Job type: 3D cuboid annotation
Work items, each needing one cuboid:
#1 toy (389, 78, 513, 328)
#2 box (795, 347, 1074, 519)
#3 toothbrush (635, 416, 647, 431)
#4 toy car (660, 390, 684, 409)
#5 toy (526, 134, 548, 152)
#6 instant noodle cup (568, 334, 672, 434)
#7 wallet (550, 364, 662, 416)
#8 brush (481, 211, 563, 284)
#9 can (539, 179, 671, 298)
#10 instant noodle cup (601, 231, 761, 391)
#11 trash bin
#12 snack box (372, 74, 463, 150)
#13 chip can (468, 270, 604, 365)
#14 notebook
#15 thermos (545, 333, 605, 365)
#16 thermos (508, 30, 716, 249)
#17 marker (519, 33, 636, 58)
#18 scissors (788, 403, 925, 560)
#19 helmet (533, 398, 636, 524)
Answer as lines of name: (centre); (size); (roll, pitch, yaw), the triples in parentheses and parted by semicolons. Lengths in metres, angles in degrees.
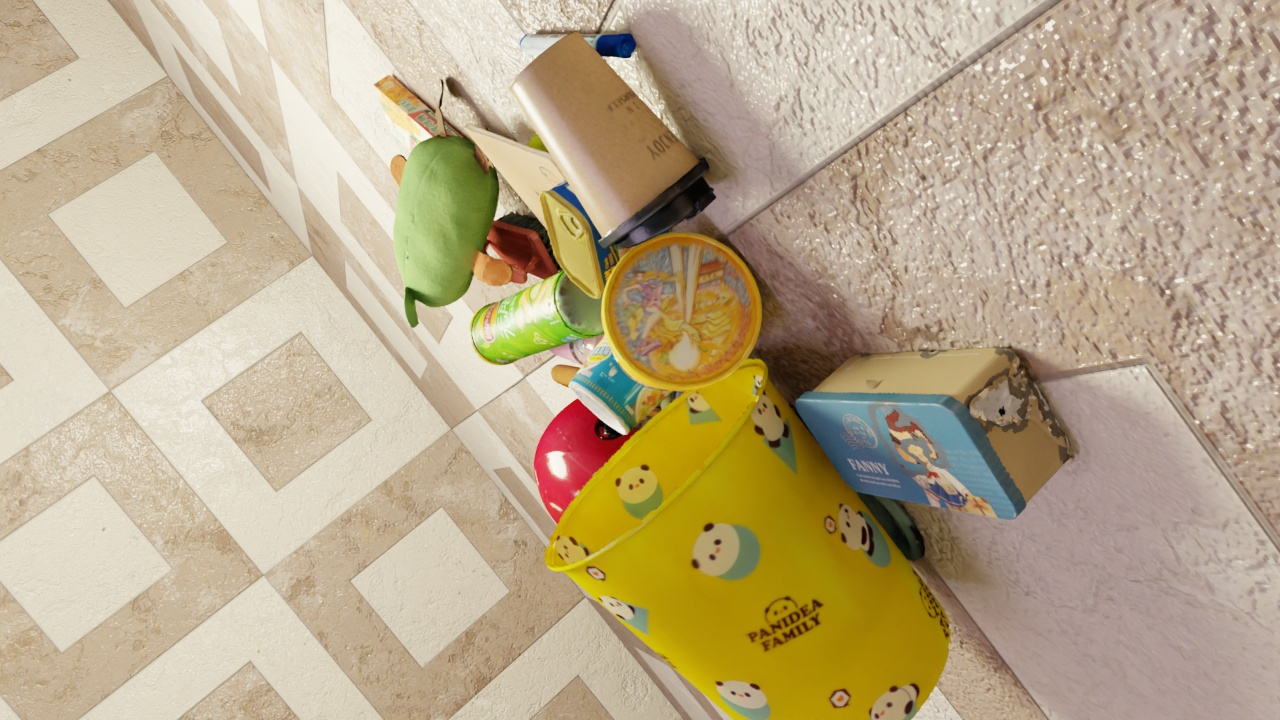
toy: (-0.203, -0.156, 0.959); (0.227, 0.089, 0.247); (47, 131, 30)
box: (0.175, 0.042, 0.585); (0.090, 0.060, 0.184); (55, 160, -9)
toothbrush: (-0.010, 0.096, 1.208); (0.016, 0.016, 0.180); (45, 159, 7)
toy car: (0.066, 0.080, 0.944); (0.070, 0.042, 0.158); (37, 157, 37)
toy: (-0.070, -0.169, 0.801); (0.100, 0.031, 0.097); (33, 163, 40)
instant noodle cup: (-0.005, 0.005, 0.835); (0.099, 0.109, 0.099); (39, 168, 9)
wallet: (-0.025, 0.036, 0.994); (0.119, 0.035, 0.131); (18, 176, -23)
brush: (-0.138, -0.121, 0.998); (0.146, 0.069, 0.063); (26, 149, 52)
can: (-0.025, -0.112, 0.723); (0.057, 0.083, 0.102); (41, 159, 28)
instant noodle cup: (0.025, -0.029, 0.726); (0.118, 0.118, 0.114); (50, 169, 3)
trash bin: (0.093, 0.166, 0.731); (0.255, 0.229, 0.230); (47, 163, -8)
snack box: (-0.244, -0.257, 1.053); (0.156, 0.027, 0.077); (42, 160, 26)
chip can: (-0.102, -0.043, 0.937); (0.072, 0.072, 0.222); (55, 149, -13)
notebook: (-0.064, -0.126, 0.839); (0.148, 0.008, 0.207); (30, 166, 44)
thermos: (-0.071, -0.041, 1.015); (0.199, 0.067, 0.087); (17, 113, 60)
thermos: (-0.021, -0.146, 0.625); (0.143, 0.093, 0.093); (52, 162, -10)
marker: (-0.050, -0.228, 0.663); (0.146, 0.016, 0.017); (27, 150, 52)
scissors: (0.175, 0.100, 0.768); (0.180, 0.019, 0.144); (56, 162, -12)
helmet: (-0.043, 0.156, 1.113); (0.240, 0.143, 0.207); (44, 157, 52)
